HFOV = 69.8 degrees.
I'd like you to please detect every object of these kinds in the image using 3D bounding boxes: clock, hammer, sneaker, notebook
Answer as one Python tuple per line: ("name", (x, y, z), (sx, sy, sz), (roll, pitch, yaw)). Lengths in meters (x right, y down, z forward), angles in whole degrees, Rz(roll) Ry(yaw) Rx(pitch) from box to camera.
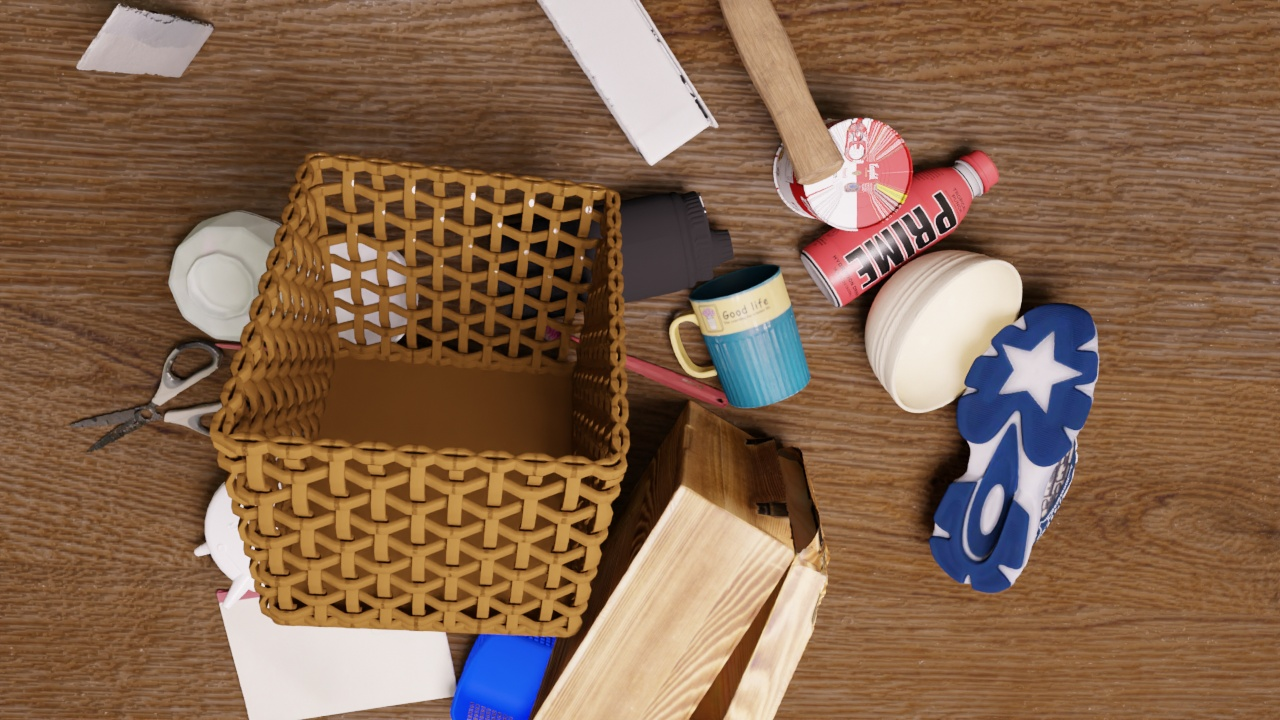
("clock", (-0.327, 0.148, 0.836), (0.125, 0.072, 0.161), (34, 99, -10))
("hammer", (0.085, -0.278, 0.706), (0.132, 0.040, 0.305), (-24, 79, 10))
("sneaker", (0.359, 0.076, 0.844), (0.132, 0.103, 0.270), (-7, 114, -47))
("notebook", (-0.296, 0.281, 0.906), (0.209, 0.012, 0.153), (-8, 104, -2))

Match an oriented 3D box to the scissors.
("scissors", (-0.435, 0.037, 0.834), (0.163, 0.012, 0.154), (15, 109, -7))

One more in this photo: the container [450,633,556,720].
("container", (-0.125, 0.307, 0.898), (0.096, 0.058, 0.114), (24, 102, -9))

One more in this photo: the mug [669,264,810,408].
("mug", (0.085, -0.019, 0.821), (0.114, 0.083, 0.107), (-13, 109, 23))

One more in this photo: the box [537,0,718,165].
("box", (-0.144, -0.315, 0.678), (0.478, 0.166, 0.119), (32, 101, -11))

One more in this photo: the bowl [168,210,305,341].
("bowl", (-0.349, -0.068, 0.788), (0.117, 0.061, 0.117), (-1, 104, -3))

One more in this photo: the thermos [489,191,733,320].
("thermos", (-0.021, -0.091, 0.786), (0.198, 0.086, 0.086), (-12, 105, 0))

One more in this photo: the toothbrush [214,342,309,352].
("toothbrush", (-0.291, -0.006, 0.831), (0.184, 0.015, 0.016), (6, 101, -4))

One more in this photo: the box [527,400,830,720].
("box", (0.047, 0.183, 0.759), (0.168, 0.279, 0.245), (28, 101, 1))

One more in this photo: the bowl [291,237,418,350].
("bowl", (-0.245, -0.058, 0.800), (0.105, 0.054, 0.105), (-1, 104, -5))

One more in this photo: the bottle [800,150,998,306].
("bottle", (0.230, -0.120, 0.806), (0.177, 0.062, 0.062), (-35, 104, 6))

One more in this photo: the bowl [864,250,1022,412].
("bowl", (0.253, -0.036, 0.810), (0.150, 0.075, 0.151), (-19, 131, -24))

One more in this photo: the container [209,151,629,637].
("container", (-0.136, 0.029, 0.641), (0.219, 0.251, 0.215), (5, 138, -9))

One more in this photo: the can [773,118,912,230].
("can", (0.165, -0.157, 0.764), (0.086, 0.116, 0.087), (-1, 104, -3))

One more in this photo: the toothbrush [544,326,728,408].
("toothbrush", (-0.005, 0.005, 0.848), (0.190, 0.016, 0.016), (22, 101, -8))
